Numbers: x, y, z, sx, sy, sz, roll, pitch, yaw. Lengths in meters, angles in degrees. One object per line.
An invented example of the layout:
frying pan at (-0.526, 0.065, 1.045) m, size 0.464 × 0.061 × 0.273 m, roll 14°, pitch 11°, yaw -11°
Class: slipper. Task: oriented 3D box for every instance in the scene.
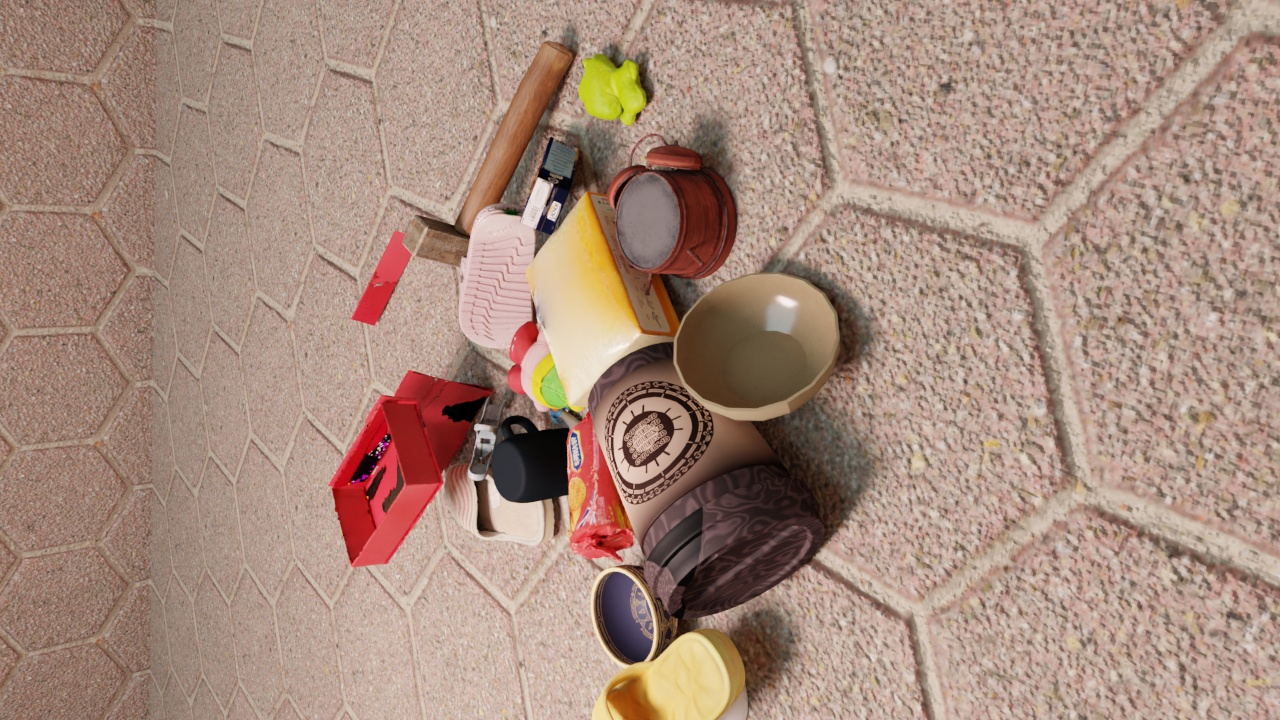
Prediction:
slipper at (0.009, 0.362, 0.941) m, size 0.099 × 0.078 × 0.264 m, roll 58°, pitch 132°, yaw 25°
slipper at (-0.178, -0.109, 1.143) m, size 0.240 × 0.094 × 0.064 m, roll 105°, pitch 159°, yaw -48°
slipper at (-0.209, 0.196, 1.268) m, size 0.263 × 0.052 × 0.115 m, roll 3°, pitch 98°, yaw 50°

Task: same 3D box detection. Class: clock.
clock at (0.027, -0.156, 0.945) m, size 0.121 × 0.072 × 0.157 m, roll -25°, pitch 76°, yaw 47°

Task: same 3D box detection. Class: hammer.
hammer at (-0.162, -0.249, 1.131) m, size 0.037 × 0.157 × 0.301 m, roll 43°, pitch 112°, yaw 37°

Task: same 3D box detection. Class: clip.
clip at (-0.198, 0.112, 1.194) m, size 0.163 × 0.028 × 0.112 m, roll -91°, pitch 9°, yaw -79°

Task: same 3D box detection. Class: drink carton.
drink carton at (-0.104, -0.202, 1.061) m, size 0.129 × 0.040 × 0.064 m, roll -87°, pitch 20°, yaw -56°

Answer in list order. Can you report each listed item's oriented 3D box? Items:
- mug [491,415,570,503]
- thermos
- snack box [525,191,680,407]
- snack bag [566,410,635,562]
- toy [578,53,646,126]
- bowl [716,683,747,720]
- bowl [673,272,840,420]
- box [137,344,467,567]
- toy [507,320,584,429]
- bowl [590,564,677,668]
mug at (-0.135, 0.117, 1.142) m, size 0.121 × 0.094 × 0.085 m, roll 57°, pitch 132°, yaw 28°
thermos at (0.050, 0.107, 0.886) m, size 0.173 × 0.172 × 0.226 m, roll -57°, pitch 47°, yaw 35°
snack box at (-0.052, -0.066, 1.020) m, size 0.145 × 0.080 × 0.195 m, roll -45°, pitch 54°, yaw 39°
snack bag at (-0.047, 0.139, 1.027) m, size 0.083 × 0.082 × 0.176 m, roll -41°, pitch 42°, yaw 43°
toy at (-0.032, -0.303, 1.025) m, size 0.094 × 0.036 × 0.094 m, roll -19°, pitch 87°, yaw 43°
bowl at (0.056, 0.357, 0.984) m, size 0.115 × 0.050 × 0.115 m, roll 7°, pitch 99°, yaw 48°
bowl at (0.110, -0.006, 0.844) m, size 0.152 × 0.050 × 0.152 m, roll -11°, pitch 54°, yaw 15°
box at (-0.427, 0.134, 1.160) m, size 0.218 × 0.350 × 0.197 m, roll -50°, pitch 49°, yaw 35°
toy at (-0.106, 0.030, 1.111) m, size 0.131 × 0.096 × 0.124 m, roll 21°, pitch 114°, yaw 21°
bowl at (0.002, 0.282, 1.029) m, size 0.113 × 0.061 × 0.112 m, roll 7°, pitch 99°, yaw 48°
